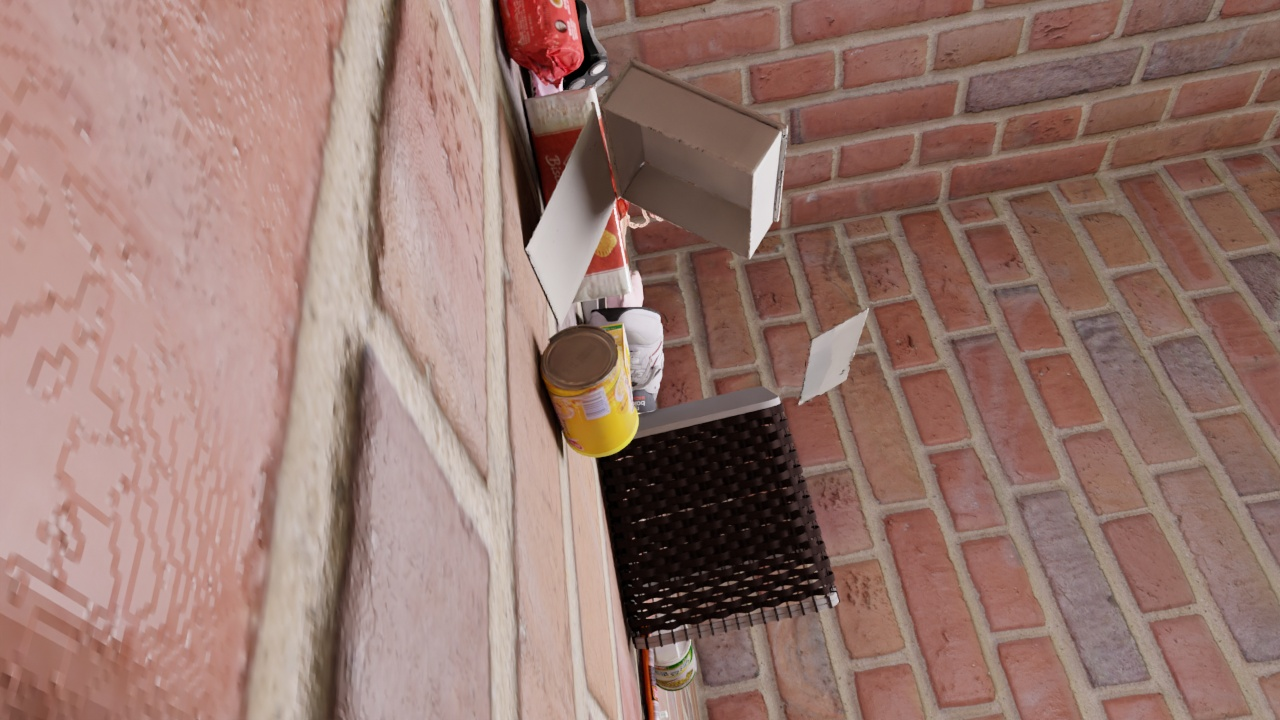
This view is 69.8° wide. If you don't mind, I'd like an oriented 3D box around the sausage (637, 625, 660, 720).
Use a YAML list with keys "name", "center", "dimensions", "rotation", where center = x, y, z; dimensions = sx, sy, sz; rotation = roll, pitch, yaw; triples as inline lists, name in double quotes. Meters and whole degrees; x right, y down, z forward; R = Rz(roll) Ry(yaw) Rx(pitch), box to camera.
- name: "sausage"
  center: [0.009, 0.380, 1.110]
  dimensions: [0.155, 0.020, 0.020]
  rotation: [-97, 177, -49]

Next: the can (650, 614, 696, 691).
- name: "can"
  center: [0.036, 0.385, 1.205]
  dimensions: [0.121, 0.067, 0.067]
  rotation: [78, 3, -54]

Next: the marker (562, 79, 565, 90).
- name: "marker"
  center: [-0.090, -0.286, 1.101]
  dimensions: [0.022, 0.016, 0.138]
  rotation: [-36, -132, 48]

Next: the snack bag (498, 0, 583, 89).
- name: "snack bag"
  center: [-0.104, -0.356, 0.878]
  dimensions: [0.082, 0.082, 0.176]
  rotation: [-29, 109, -88]

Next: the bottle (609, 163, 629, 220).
- name: "bottle"
  center: [-0.063, -0.202, 1.122]
  dimensions: [0.099, 0.099, 0.111]
  rotation: [77, -6, -56]

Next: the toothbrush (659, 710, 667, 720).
- name: "toothbrush"
  center: [0.022, 0.459, 1.142]
  dimensions: [0.187, 0.017, 0.012]
  rotation: [68, -1, -79]

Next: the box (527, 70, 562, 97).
- name: "box"
  center: [-0.108, -0.335, 1.083]
  dimensions: [0.154, 0.041, 0.201]
  rotation: [79, 3, -46]

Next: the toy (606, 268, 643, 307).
- name: "toy"
  center: [-0.026, -0.078, 1.343]
  dimensions: [0.098, 0.053, 0.096]
  rotation: [-69, 173, -62]

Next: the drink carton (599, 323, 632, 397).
- name: "drink carton"
  center: [-0.042, 0.006, 0.983]
  dimensions: [0.122, 0.058, 0.041]
  rotation: [-96, 175, -64]

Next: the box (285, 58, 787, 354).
- name: "box"
  center: [-0.088, -0.137, 0.873]
  dimensions: [0.167, 0.446, 0.164]
  rotation: [75, -5, -67]

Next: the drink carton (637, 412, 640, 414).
- name: "drink carton"
  center: [-0.022, 0.086, 1.395]
  dimensions: [0.122, 0.040, 0.058]
  rotation: [75, 6, -69]

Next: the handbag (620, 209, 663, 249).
- name: "handbag"
  center: [-0.002, -0.241, 1.498]
  dimensions: [0.199, 0.187, 0.116]
  rotation: [85, -10, -59]

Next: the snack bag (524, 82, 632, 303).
- name: "snack bag"
  center: [-0.064, -0.175, 0.984]
  dimensions: [0.041, 0.077, 0.225]
  rotation: [-104, -177, -73]

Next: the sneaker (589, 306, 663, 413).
- name: "sneaker"
  center: [-0.007, 0.007, 1.206]
  dimensions: [0.239, 0.089, 0.124]
  rotation: [33, 54, -76]

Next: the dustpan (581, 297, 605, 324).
- name: "dustpan"
  center: [-0.065, -0.115, 1.284]
  dimensions: [0.163, 0.033, 0.257]
  rotation: [-71, 151, -86]

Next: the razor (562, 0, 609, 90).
- name: "razor"
  center: [-0.070, -0.360, 1.027]
  dimensions: [0.060, 0.057, 0.156]
  rotation: [29, 35, -49]

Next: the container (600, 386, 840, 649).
- name: "container"
  center: [0.085, 0.181, 1.154]
  dimensions: [0.247, 0.245, 0.243]
  rotation: [-54, 130, -87]

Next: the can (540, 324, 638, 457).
- name: "can"
  center: [-0.041, 0.028, 0.767]
  dimensions: [0.105, 0.067, 0.067]
  rotation: [77, 4, -52]
